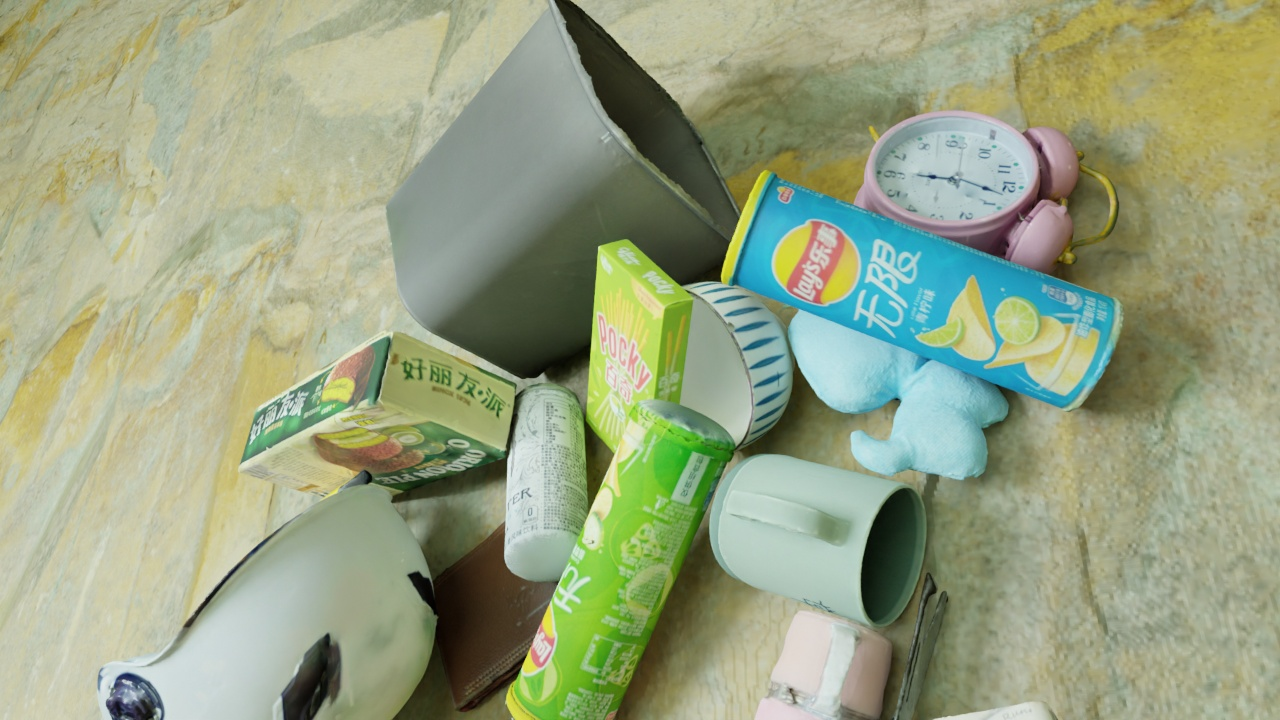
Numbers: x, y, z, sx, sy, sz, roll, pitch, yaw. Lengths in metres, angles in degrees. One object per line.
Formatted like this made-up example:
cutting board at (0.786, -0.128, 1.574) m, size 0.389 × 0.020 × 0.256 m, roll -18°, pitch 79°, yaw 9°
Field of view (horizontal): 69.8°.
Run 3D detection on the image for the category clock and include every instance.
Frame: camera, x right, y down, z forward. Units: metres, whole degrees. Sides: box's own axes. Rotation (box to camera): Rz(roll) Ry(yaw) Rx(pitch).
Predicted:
clock at (0.212, -0.100, 0.576) m, size 0.159 × 0.060 × 0.117 m, roll 11°, pitch 58°, yaw 18°

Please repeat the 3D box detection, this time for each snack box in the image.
snack box at (-0.004, 0.004, 0.639) m, size 0.026 × 0.157 × 0.086 m, roll -17°, pitch 43°, yaw -28°
snack box at (-0.214, 0.056, 0.727) m, size 0.241 × 0.114 × 0.063 m, roll -23°, pitch 52°, yaw 43°

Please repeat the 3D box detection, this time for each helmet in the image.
helmet at (-0.235, 0.211, 0.641) m, size 0.146 × 0.228 × 0.259 m, roll 50°, pitch 125°, yaw 3°

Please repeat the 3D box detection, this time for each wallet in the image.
wallet at (-0.103, 0.182, 0.677) m, size 0.125 × 0.032 × 0.101 m, roll -40°, pitch 52°, yaw 11°

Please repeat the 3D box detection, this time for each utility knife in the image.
utility knife at (-0.264, 0.123, 0.770) m, size 0.033 × 0.015 × 0.219 m, roll -37°, pitch 4°, yaw -37°

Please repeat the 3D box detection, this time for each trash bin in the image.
trash bin at (-0.065, -0.120, 0.718) m, size 0.220 × 0.199 × 0.198 m, roll -36°, pitch 49°, yaw 21°

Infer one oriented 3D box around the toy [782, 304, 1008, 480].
toy at (0.153, 0.001, 0.573) m, size 0.156 × 0.050 × 0.161 m, roll 25°, pitch 54°, yaw 19°

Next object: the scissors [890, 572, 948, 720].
scissors at (0.120, 0.216, 0.465) m, size 0.015 × 0.212 × 0.197 m, roll 6°, pitch 104°, yaw 38°

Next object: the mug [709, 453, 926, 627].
mug at (0.094, 0.097, 0.532) m, size 0.106 × 0.111 × 0.082 m, roll 11°, pitch 77°, yaw 40°

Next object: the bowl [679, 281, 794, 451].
bowl at (0.062, -0.001, 0.624) m, size 0.066 × 0.117 × 0.116 m, roll -20°, pitch 41°, yaw -29°

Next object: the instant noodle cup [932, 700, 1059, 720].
instant noodle cup at (0.171, 0.233, 0.415) m, size 0.116 × 0.116 × 0.124 m, roll -21°, pitch 43°, yaw 24°

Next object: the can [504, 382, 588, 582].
can at (-0.068, 0.086, 0.667) m, size 0.058 × 0.058 × 0.146 m, roll -28°, pitch 40°, yaw 19°

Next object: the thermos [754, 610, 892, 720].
thermos at (0.082, 0.235, 0.485) m, size 0.067 × 0.087 × 0.198 m, roll 18°, pitch 76°, yaw 14°

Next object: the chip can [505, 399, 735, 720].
chip can at (-0.012, 0.133, 0.583) m, size 0.073 × 0.072 × 0.221 m, roll 27°, pitch 95°, yaw 41°

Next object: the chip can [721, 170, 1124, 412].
chip can at (0.156, -0.040, 0.529) m, size 0.210 × 0.071 × 0.071 m, roll 22°, pitch 77°, yaw 8°
